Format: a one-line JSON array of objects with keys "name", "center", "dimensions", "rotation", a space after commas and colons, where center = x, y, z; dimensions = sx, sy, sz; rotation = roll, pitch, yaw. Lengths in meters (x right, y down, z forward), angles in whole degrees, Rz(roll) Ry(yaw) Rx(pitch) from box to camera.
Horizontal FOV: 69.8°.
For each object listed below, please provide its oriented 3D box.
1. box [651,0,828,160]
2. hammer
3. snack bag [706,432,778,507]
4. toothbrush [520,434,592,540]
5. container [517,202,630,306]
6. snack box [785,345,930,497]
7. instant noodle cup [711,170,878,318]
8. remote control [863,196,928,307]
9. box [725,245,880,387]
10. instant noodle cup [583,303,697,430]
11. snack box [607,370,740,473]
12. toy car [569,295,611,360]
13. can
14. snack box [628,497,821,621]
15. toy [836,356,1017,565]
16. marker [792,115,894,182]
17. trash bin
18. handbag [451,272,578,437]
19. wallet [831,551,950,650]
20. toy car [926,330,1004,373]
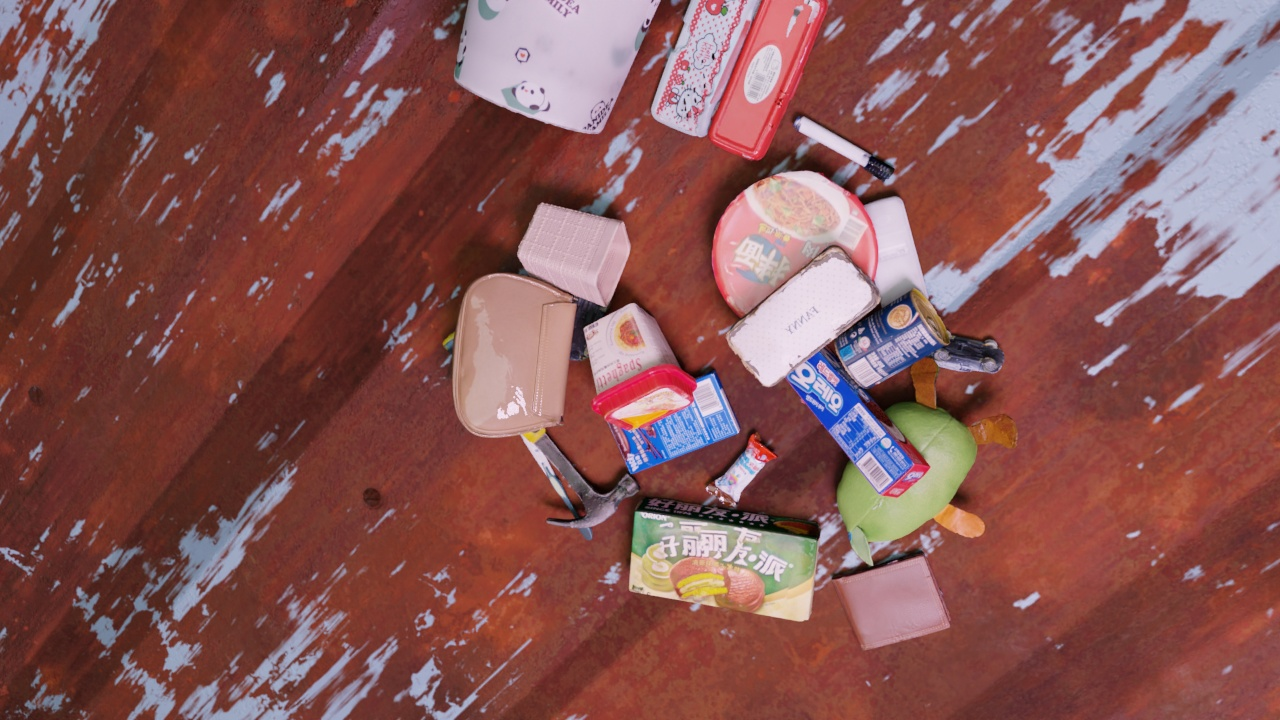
[{"name": "box", "center": [0.112, -0.354, 1.079], "dimensions": [0.158, 0.037, 0.201], "rotation": [25, 107, 8]}, {"name": "hammer", "center": [-0.151, 0.089, 1.225], "dimensions": [0.126, 0.032, 0.323], "rotation": [-41, 87, -1]}, {"name": "snack bag", "center": [0.132, 0.142, 1.181], "dimensions": [0.045, 0.026, 0.105], "rotation": [37, 109, 0]}, {"name": "toothbrush", "center": [-0.116, 0.162, 1.252], "dimensions": [0.016, 0.018, 0.191], "rotation": [-31, 90, 14]}, {"name": "container", "center": [-0.083, -0.134, 1.135], "dimensions": [0.111, 0.090, 0.089], "rotation": [19, 76, 13]}, {"name": "snack box", "center": [0.245, 0.063, 1.072], "dimensions": [0.057, 0.058, 0.207], "rotation": [-48, 57, 20]}, {"name": "instant noodle cup", "center": [0.185, -0.127, 1.094], "dimensions": [0.194, 0.065, 0.194], "rotation": [3, 103, 14]}, {"name": "remote control", "center": [0.299, -0.125, 1.089], "dimensions": [0.056, 0.020, 0.136], "rotation": [-16, 99, 17]}, {"name": "box", "center": [0.179, -0.046, 1.049], "dimensions": [0.185, 0.059, 0.090], "rotation": [-38, 91, 19]}, {"name": "instant noodle cup", "center": [-0.007, 0.007, 1.135], "dimensions": [0.116, 0.116, 0.124], "rotation": [-26, 65, 16]}, {"name": "snack box", "center": [0.042, 0.081, 1.190], "dimensions": [0.157, 0.026, 0.084], "rotation": [-23, 94, 17]}, {"name": "toy car", "center": [-0.073, -0.050, 1.188], "dimensions": [0.049, 0.031, 0.106], "rotation": [26, 104, 11]}, {"name": "can", "center": [0.292, -0.023, 1.074], "dimensions": [0.111, 0.075, 0.075], "rotation": [-34, 92, 28]}, {"name": "snack box", "center": [0.107, 0.255, 1.191], "dimensions": [0.240, 0.063, 0.114], "rotation": [7, 102, 13]}, {"name": "toy", "center": [0.322, 0.125, 1.100], "dimensions": [0.227, 0.089, 0.247], "rotation": [43, 114, 19]}, {"name": "marker", "center": [0.238, -0.249, 1.081], "dimensions": [0.131, 0.018, 0.023], "rotation": [30, 116, 6]}, {"name": "trash bin", "center": [-0.086, -0.408, 1.030], "dimensions": [0.229, 0.229, 0.252], "rotation": [25, 112, 7]}, {"name": "handbag", "center": [-0.161, -0.006, 1.151], "dimensions": [0.147, 0.100, 0.204], "rotation": [7, 93, -10]}, {"name": "wallet", "center": [0.320, 0.305, 1.169], "dimensions": [0.125, 0.032, 0.101], "rotation": [-21, 93, 16]}, {"name": "toy car", "center": [0.382, -0.006, 1.084], "dimensions": [0.091, 0.042, 0.034], "rotation": [11, 131, 14]}]
